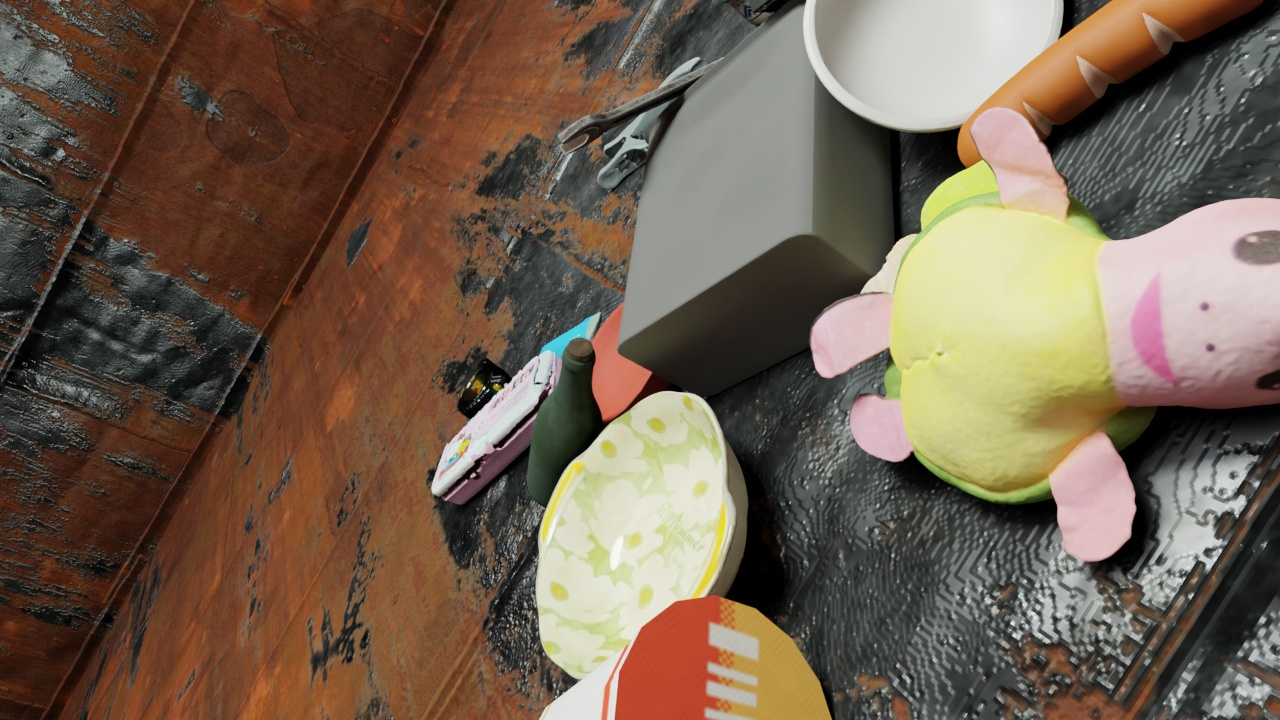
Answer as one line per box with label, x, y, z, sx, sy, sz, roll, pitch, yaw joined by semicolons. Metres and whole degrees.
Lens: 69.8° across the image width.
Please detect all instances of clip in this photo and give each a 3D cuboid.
clip;0.010;-0.219;0.940;0.172;0.029;0.142;-39;33;37

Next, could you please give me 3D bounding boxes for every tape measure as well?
tape measure;-0.164;0.038;0.983;0.062;0.038;0.067;-53;30;-3

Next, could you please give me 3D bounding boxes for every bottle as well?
bottle;-0.053;0.046;0.682;0.175;0.055;0.055;103;173;-49

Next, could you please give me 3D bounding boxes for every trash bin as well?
trash bin;0.081;-0.113;0.649;0.192;0.097;0.219;-31;41;44

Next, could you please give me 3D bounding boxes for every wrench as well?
wrench;0.049;-0.224;0.724;0.272;0.010;0.070;-31;0;-20

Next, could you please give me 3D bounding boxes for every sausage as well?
sausage;0.239;-0.156;0.482;0.165;0.039;0.044;-36;56;39

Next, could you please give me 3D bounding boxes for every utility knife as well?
utility knife;-0.071;-0.017;0.890;0.159;0.015;0.031;-20;50;61

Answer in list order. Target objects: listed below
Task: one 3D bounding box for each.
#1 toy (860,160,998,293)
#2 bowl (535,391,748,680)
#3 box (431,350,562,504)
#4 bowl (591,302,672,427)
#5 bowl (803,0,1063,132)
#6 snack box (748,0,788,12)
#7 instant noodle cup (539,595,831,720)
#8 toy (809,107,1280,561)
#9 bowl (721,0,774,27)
toy;0.170;-0.057;0.496;0.115;0.046;0.092;-42;35;23
bowl;0.009;0.117;0.591;0.220;0.060;0.188;4;67;60
box;-0.142;0.065;0.907;0.203;0.044;0.086;-42;31;35
bowl;-0.005;0.004;0.746;0.122;0.035;0.121;-40;34;34
bowl;0.178;-0.205;0.570;0.149;0.149;0.043;-63;-16;-3
snack box;0.151;-0.282;0.655;0.080;0.147;0.025;-23;87;50
instant noodle cup;0.010;0.197;0.461;0.121;0.123;0.123;-42;32;45
toy;0.173;-0.010;0.399;0.239;0.087;0.190;-20;76;51
bowl;0.132;-0.337;0.798;0.116;0.059;0.115;-45;17;18
